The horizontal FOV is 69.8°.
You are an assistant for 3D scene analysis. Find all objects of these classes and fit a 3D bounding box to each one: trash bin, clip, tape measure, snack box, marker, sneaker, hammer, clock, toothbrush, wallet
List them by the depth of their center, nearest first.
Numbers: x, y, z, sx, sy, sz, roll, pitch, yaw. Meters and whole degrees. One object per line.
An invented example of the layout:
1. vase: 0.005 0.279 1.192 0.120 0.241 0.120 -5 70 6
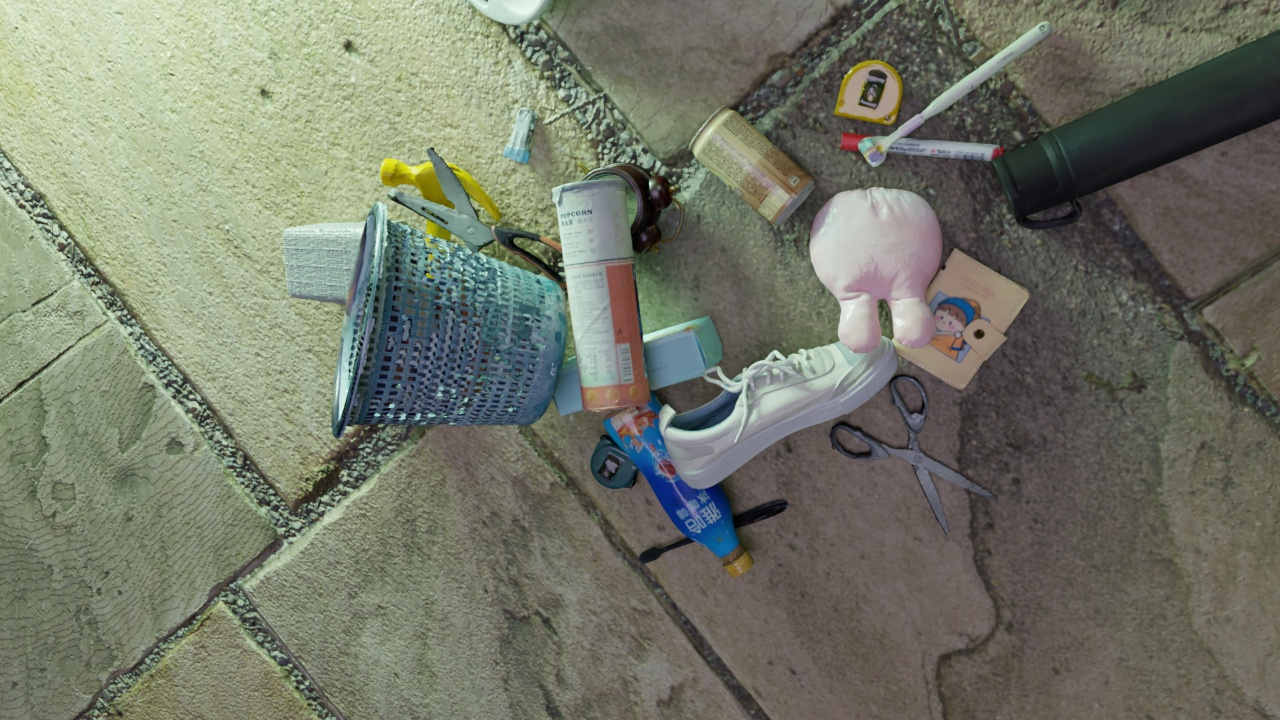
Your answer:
1. toothbrush: 0.283 -0.240 0.825 0.190 0.020 0.029 -35 78 15
2. tape measure: 0.213 -0.248 0.849 0.060 0.028 0.057 15 107 13
3. marker: 0.260 -0.198 0.853 0.145 0.017 0.017 8 106 15
4. wallet: 0.306 -0.037 0.877 0.087 0.024 0.115 35 110 12
5. sneaker: 0.127 0.025 0.882 0.242 0.089 0.091 -30 115 0
6. trash bin: -0.185 -0.022 0.902 0.195 0.226 0.227 10 110 -23
7. clock: -0.012 -0.155 0.929 0.122 0.055 0.082 21 108 15
8. snack box: -0.006 0.006 0.958 0.175 0.074 0.051 -16 97 21
9. clip: -0.124 -0.237 0.965 0.027 0.043 0.058 23 101 14
10. toothbrush: 0.079 0.188 1.009 0.181 0.018 0.015 -25 85 19
11. tape measure: -0.028 0.116 1.019 0.058 0.025 0.055 28 109 10
12. hammer: -0.228 -0.070 1.021 0.129 0.032 0.301 8 111 -2

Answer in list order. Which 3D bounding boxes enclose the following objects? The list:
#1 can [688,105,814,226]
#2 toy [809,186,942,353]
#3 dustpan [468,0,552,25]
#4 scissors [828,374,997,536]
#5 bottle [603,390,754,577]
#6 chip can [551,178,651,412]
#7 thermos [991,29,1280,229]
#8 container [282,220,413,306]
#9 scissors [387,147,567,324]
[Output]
1. can: 0.107 -0.186 0.882 0.116 0.058 0.059 42 112 4
2. toy: 0.221 -0.085 0.857 0.121 0.054 0.159 -4 79 12
3. dustpan: -0.131 -0.431 0.828 0.142 0.258 0.222 -37 90 -2
4. scissors: 0.273 0.096 0.925 0.160 0.014 0.181 -3 103 18
5. bottle: 0.045 0.134 0.975 0.065 0.065 0.218 -35 89 22
6. chip can: -0.036 -0.061 0.879 0.071 0.071 0.215 -5 95 19
7. thermos: 0.434 -0.189 0.781 0.243 0.068 0.090 -23 129 23
8. container: -0.329 -0.110 1.026 0.114 0.090 0.090 5 104 20
9. scissors: -0.163 -0.121 0.974 0.189 0.015 0.227 -5 112 2
